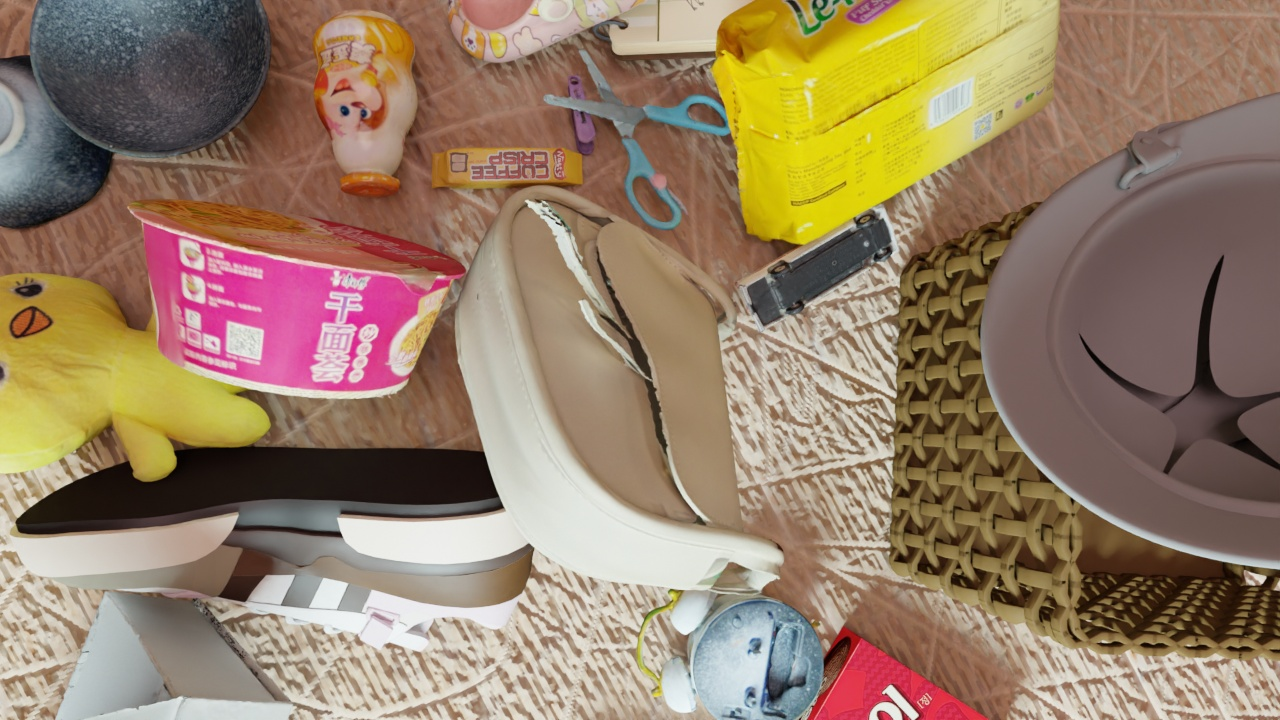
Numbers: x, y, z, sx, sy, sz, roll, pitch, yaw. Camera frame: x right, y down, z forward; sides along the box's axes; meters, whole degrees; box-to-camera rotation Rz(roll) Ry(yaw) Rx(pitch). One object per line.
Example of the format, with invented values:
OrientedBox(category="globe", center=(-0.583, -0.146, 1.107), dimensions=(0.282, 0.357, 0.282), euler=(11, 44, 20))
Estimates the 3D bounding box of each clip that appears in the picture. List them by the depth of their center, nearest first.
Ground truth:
OrientedBox(category="clip", center=(-0.040, -0.165, 0.611), dimensions=(0.013, 0.032, 0.051), euler=(-11, 86, -8))

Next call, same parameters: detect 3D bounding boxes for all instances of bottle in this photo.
OrientedBox(category="bottle", center=(-0.172, -0.159, 0.577), dimensions=(0.063, 0.063, 0.109), euler=(-2, 86, -6))

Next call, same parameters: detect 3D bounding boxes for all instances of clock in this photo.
OrientedBox(category="clock", center=(0.056, 0.186, 0.583), dimensions=(0.117, 0.057, 0.083), euler=(11, 86, -5))

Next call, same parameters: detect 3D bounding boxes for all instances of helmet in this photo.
OrientedBox(category="helmet", center=(0.252, 0.002, 0.373), dimensions=(0.271, 0.118, 0.183), euler=(-26, 58, -12))

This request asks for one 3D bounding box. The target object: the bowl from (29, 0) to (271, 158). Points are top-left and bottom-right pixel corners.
OrientedBox(category="bowl", center=(-0.292, -0.186, 0.569), dimensions=(0.137, 0.057, 0.137), euler=(0, 87, -6))

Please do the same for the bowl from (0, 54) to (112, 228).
OrientedBox(category="bowl", center=(-0.388, -0.139, 0.558), dimensions=(0.110, 0.055, 0.110), euler=(0, 87, -6))

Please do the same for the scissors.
OrientedBox(category="scissors", center=(0.009, -0.155, 0.608), dimensions=(0.129, 0.015, 0.135), euler=(-28, 90, -24))

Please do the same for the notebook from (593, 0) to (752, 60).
OrientedBox(category="notebook", center=(0.055, -0.310, 0.604), dimensions=(0.167, 0.024, 0.225), euler=(1, 82, 8))

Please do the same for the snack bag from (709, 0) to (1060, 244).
OrientedBox(category="snack bag", center=(0.159, -0.175, 0.567), dimensions=(0.247, 0.160, 0.068), euler=(-30, 51, -7))

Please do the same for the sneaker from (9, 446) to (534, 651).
OrientedBox(category="sneaker", center=(-0.207, 0.122, 0.548), dimensions=(0.293, 0.111, 0.116), euler=(-2, 107, -6))

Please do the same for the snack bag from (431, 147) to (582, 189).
OrientedBox(category="snack bag", center=(-0.088, -0.126, 0.605), dimensions=(0.099, 0.020, 0.026), euler=(-1, 88, -6))

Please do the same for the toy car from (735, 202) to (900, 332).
OrientedBox(category="toy car", center=(0.116, -0.064, 0.614), dimensions=(0.113, 0.039, 0.039), euler=(-31, 114, -8))

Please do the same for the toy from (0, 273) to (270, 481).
OrientedBox(category="toy", center=(-0.325, 0.011, 0.538), dimensions=(0.207, 0.092, 0.133), euler=(3, 50, -12))

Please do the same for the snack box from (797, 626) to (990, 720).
OrientedBox(category="snack box", center=(0.154, 0.278, 0.597), dimensions=(0.132, 0.036, 0.152), euler=(33, 84, -3))

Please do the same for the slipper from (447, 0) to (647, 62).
OrientedBox(category="slipper", center=(-0.043, -0.257, 0.560), dimensions=(0.197, 0.081, 0.093), euler=(-27, 75, 16))

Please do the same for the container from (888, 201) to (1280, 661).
OrientedBox(category="container", center=(0.307, 0.038, 0.538), dimensions=(0.251, 0.214, 0.219), euler=(4, 86, -6))

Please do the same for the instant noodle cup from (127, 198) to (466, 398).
OrientedBox(category="instant noodle cup", center=(-0.195, -0.034, 0.522), dimensions=(0.178, 0.178, 0.078), euler=(12, 101, -5))

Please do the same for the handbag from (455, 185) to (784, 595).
OrientedBox(category="handbag", center=(-0.003, 0.003, 0.515), dimensions=(0.184, 0.132, 0.228), euler=(13, 52, -22))

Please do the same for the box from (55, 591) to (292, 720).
OrientedBox(category="box", center=(-0.281, 0.216, 0.403), dimensions=(0.165, 0.330, 0.167), euler=(17, 84, 8))
